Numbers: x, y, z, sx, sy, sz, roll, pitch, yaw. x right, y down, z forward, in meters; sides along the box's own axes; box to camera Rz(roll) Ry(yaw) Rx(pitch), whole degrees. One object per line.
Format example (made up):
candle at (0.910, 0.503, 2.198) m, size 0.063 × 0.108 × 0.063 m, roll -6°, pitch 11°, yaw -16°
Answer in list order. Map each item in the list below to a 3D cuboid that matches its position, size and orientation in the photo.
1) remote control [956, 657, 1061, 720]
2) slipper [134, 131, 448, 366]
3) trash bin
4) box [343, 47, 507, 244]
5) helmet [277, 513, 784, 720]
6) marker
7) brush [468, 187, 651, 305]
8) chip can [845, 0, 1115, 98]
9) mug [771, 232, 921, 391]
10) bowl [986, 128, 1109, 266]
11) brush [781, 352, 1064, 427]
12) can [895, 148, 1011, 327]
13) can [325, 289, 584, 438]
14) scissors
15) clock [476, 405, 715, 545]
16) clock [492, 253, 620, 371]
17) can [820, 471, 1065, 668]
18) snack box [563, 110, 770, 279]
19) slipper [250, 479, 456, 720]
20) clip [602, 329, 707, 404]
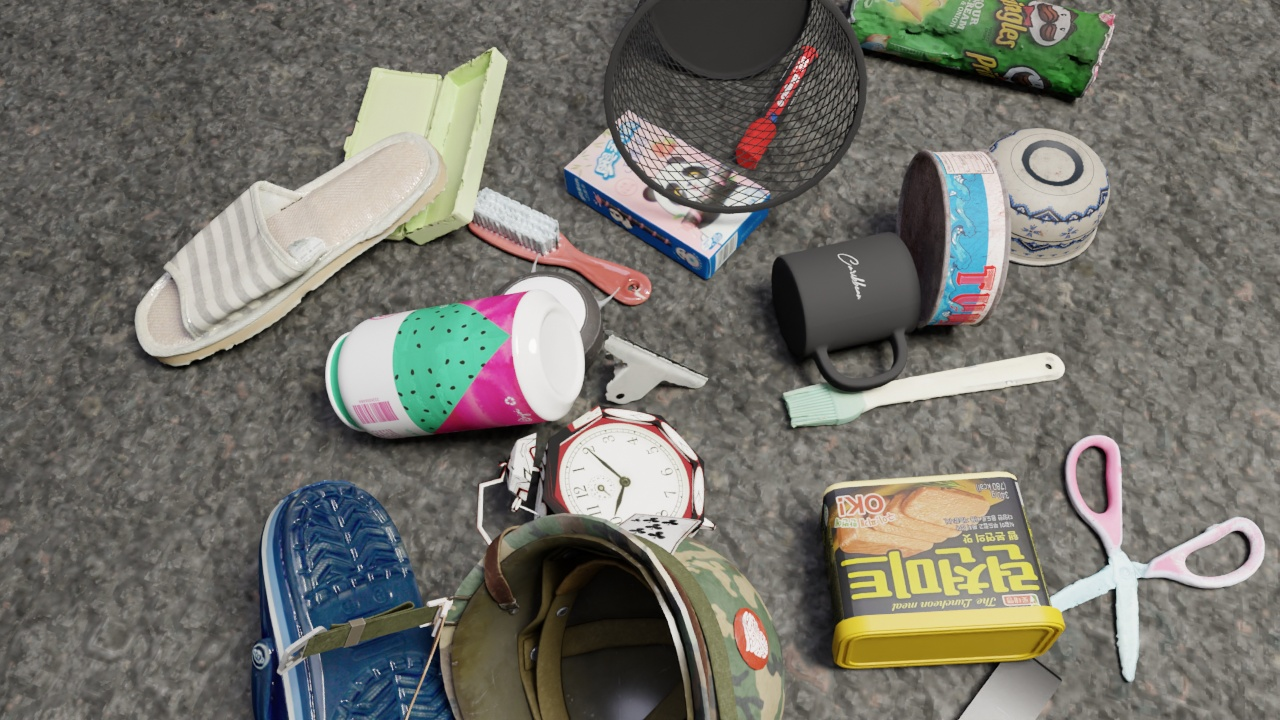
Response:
remote control at (0.202, 0.242, 0.561) m, size 0.034 × 0.013 × 0.149 m, roll 38°, pitch 68°, yaw 24°
slipper at (-0.276, -0.097, 0.718) m, size 0.272 × 0.054 × 0.114 m, roll -36°, pitch 54°, yaw -7°
trash bin at (0.072, -0.250, 0.728) m, size 0.184 × 0.184 × 0.209 m, roll 2°, pitch 41°, yaw 3°
box at (-0.188, -0.184, 0.793) m, size 0.141 × 0.048 × 0.187 m, roll -3°, pitch 60°, yaw 13°
helmet at (-0.031, 0.178, 0.473) m, size 0.235 × 0.225 × 0.192 m, roll -21°, pitch 48°, yaw -34°
marker at (0.123, -0.230, 0.820) m, size 0.021 × 0.023 × 0.144 m, roll 1°, pitch 52°, yaw 46°
brush at (-0.068, -0.094, 0.746) m, size 0.172 × 0.030 × 0.040 m, roll 27°, pitch 65°, yaw 15°
chip can at (0.297, -0.298, 0.825) m, size 0.223 × 0.075 × 0.075 m, roll 16°, pitch 62°, yaw 10°
mug at (0.156, -0.033, 0.681) m, size 0.088 × 0.078 × 0.113 m, roll -13°, pitch 72°, yaw -6°
bowl at (0.324, -0.140, 0.745) m, size 0.115 × 0.059 × 0.115 m, roll -1°, pitch 61°, yaw 1°
brush at (0.214, 0.020, 0.687) m, size 0.217 × 0.012 × 0.033 m, roll -9°, pitch 61°, yaw -5°
can at (0.227, -0.089, 0.678) m, size 0.044 × 0.130 × 0.129 m, roll -1°, pitch 61°, yaw 1°
can at (-0.127, 0.005, 0.635) m, size 0.166 × 0.088 × 0.088 m, roll -8°, pitch 58°, yaw 22°
scissors at (0.345, 0.133, 0.619) m, size 0.168 × 0.014 × 0.170 m, roll 8°, pitch 61°, yaw 6°
clock at (-0.035, 0.098, 0.615) m, size 0.154 × 0.065 × 0.114 m, roll -10°, pitch 60°, yaw -22°
clock at (-0.077, -0.022, 0.697) m, size 0.091 × 0.044 × 0.122 m, roll 24°, pitch 64°, yaw 14°
can at (0.183, 0.132, 0.583) m, size 0.131 × 0.073 × 0.100 m, roll -5°, pitch 55°, yaw 5°
snack box at (0.022, -0.141, 0.768) m, size 0.154 × 0.033 × 0.087 m, roll 34°, pitch 66°, yaw 19°
slipper at (-0.176, 0.200, 0.554) m, size 0.095 × 0.105 × 0.252 m, roll -26°, pitch 72°, yaw 34°
clip at (-0.003, 0.003, 0.679) m, size 0.054 × 0.101 × 0.040 m, roll -30°, pitch 50°, yaw 35°
